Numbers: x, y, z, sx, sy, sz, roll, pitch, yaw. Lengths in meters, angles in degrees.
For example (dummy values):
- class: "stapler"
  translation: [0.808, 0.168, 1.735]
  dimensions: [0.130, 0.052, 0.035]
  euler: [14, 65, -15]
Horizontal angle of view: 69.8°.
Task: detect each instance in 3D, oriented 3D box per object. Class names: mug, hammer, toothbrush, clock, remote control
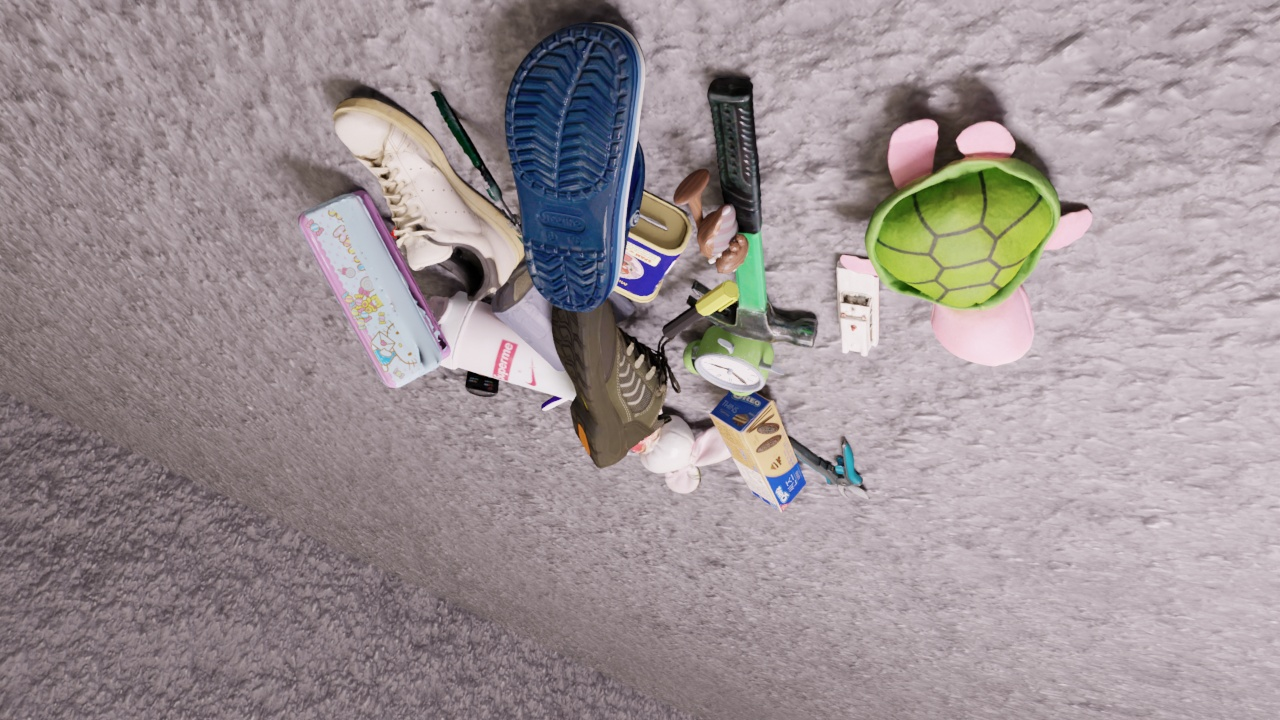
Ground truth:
- class: "mug"
  translation: [-0.086, -0.060, 1.011]
  dimensions: [0.124, 0.083, 0.104]
  euler: [-30, 124, 27]
- class: "hammer"
  translation: [0.093, -0.119, 0.823]
  dimensions: [0.130, 0.032, 0.319]
  euler: [12, 150, 19]
- class: "toothbrush"
  translation: [-0.069, 0.035, 1.184]
  dimensions: [0.015, 0.016, 0.187]
  euler: [15, 153, -42]
- class: "clock"
  translation: [0.100, 0.001, 1.005]
  dimensions: [0.094, 0.042, 0.120]
  euler: [28, 155, -12]
- class: "remote control"
  translation: [-0.200, 0.015, 1.169]
  dimensions: [0.041, 0.020, 0.151]
  euler: [12, -165, -11]

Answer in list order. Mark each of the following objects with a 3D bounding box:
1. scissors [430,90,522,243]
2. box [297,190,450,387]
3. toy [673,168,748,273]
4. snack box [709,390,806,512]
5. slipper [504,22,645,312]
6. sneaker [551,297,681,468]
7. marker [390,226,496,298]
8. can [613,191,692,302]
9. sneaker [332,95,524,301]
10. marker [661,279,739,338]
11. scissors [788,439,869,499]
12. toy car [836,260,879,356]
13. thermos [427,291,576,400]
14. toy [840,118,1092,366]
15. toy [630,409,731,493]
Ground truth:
- class: "scissors"
  translation: [-0.132, -0.155, 0.880]
  dimensions: [0.201, 0.015, 0.201]
  euler: [60, 180, 0]
- class: "box"
  translation: [-0.302, -0.074, 1.019]
  dimensions: [0.089, 0.092, 0.214]
  euler: [-12, 108, 48]
- class: "toy"
  translation: [0.064, -0.112, 0.784]
  dimensions: [0.055, 0.041, 0.102]
  euler: [34, 165, 25]
- class: "snack box"
  translation: [0.150, 0.111, 1.138]
  dimensions: [0.056, 0.057, 0.207]
  euler: [31, 162, 38]
- class: "slipper"
  translation: [-0.048, -0.161, 0.767]
  dimensions: [0.105, 0.095, 0.253]
  euler: [19, 128, 16]
- class: "sneaker"
  translation: [-0.006, 0.006, 0.977]
  dimensions: [0.101, 0.142, 0.238]
  euler: [53, 159, 45]
- class: "marker"
  translation: [-0.219, -0.114, 1.060]
  dimensions: [0.145, 0.021, 0.023]
  euler: [32, 180, -18]
- class: "can"
  translation: [-0.018, -0.117, 0.876]
  dimensions: [0.116, 0.056, 0.092]
  euler: [26, 150, -7]
- class: "sneaker"
  translation: [-0.221, -0.148, 0.915]
  dimensions: [0.089, 0.102, 0.241]
  euler: [-9, 138, 44]
- class: "marker"
  translation: [0.058, -0.048, 0.913]
  dimensions: [0.021, 0.017, 0.124]
  euler: [32, 151, -15]
- class: "scissors"
  translation: [0.242, 0.135, 1.164]
  dimensions: [0.124, 0.019, 0.156]
  euler: [18, 150, 10]
- class: "toy car"
  translation: [0.203, -0.046, 0.859]
  dimensions: [0.039, 0.039, 0.113]
  euler: [11, 150, 21]
- class: "thermos"
  translation: [-0.156, -0.017, 1.115]
  dimensions: [0.220, 0.099, 0.099]
  euler: [18, 152, -2]
- class: "toy"
  translation: [0.249, -0.087, 0.709]
  dimensions: [0.190, 0.087, 0.238]
  euler: [-10, 137, 18]
- class: "toy"
  translation: [0.022, 0.099, 1.198]
  dimensions: [0.194, 0.084, 0.160]
  euler: [30, 132, -8]
